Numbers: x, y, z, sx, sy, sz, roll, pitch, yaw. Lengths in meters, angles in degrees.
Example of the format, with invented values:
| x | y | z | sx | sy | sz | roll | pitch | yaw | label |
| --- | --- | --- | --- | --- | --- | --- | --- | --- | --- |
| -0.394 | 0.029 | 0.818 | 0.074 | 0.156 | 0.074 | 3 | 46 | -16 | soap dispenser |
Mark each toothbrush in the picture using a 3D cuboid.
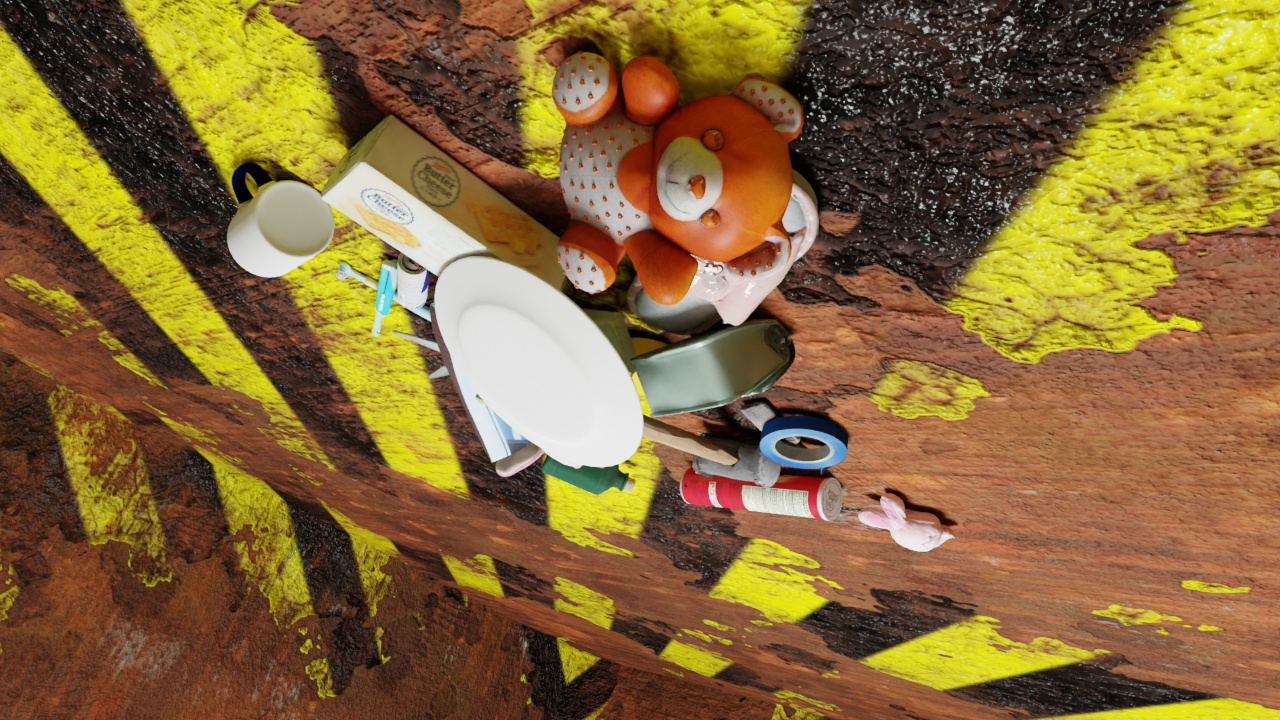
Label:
| x | y | z | sx | sy | sz | roll | pitch | yaw | label |
| --- | --- | --- | --- | --- | --- | --- | --- | --- | --- |
| -0.282 | -0.072 | 1.072 | 0.155 | 0.016 | 0.022 | 28 | 117 | -13 | toothbrush |

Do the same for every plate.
| x | y | z | sx | sy | sz | roll | pitch | yaw | label |
| --- | --- | --- | --- | --- | --- | --- | --- | --- | --- |
| -0.102 | 0.011 | 0.847 | 0.243 | 0.016 | 0.243 | 26 | 142 | 22 | plate |

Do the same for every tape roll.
| x | y | z | sx | sy | sz | roll | pitch | yaw | label |
| --- | --- | --- | --- | --- | --- | --- | --- | --- | --- |
| 0.179 | 0.091 | 1.006 | 0.093 | 0.016 | 0.092 | 18 | 147 | -9 | tape roll |

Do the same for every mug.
| x | y | z | sx | sy | sz | roll | pitch | yaw | label |
| --- | --- | --- | --- | --- | --- | --- | --- | --- | --- |
| -0.377 | -0.147 | 0.936 | 0.097 | 0.078 | 0.112 | -11 | 112 | 51 | mug |

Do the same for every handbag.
| x | y | z | sx | sy | sz | roll | pitch | yaw | label |
| --- | --- | --- | --- | --- | --- | --- | --- | --- | --- |
| 0.066 | 0.007 | 0.850 | 0.122 | 0.105 | 0.067 | -15 | 96 | 52 | handbag |

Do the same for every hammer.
| x | y | z | sx | sy | sz | roll | pitch | yaw | label |
| --- | --- | --- | --- | --- | --- | --- | --- | --- | --- |
| 0.051 | 0.087 | 0.981 | 0.098 | 0.052 | 0.328 | 6 | 169 | 32 | hammer |

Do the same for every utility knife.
| x | y | z | sx | sy | sz | roll | pitch | yaw | label |
| --- | --- | --- | --- | --- | --- | --- | --- | --- | --- |
| -0.294 | -0.067 | 1.059 | 0.022 | 0.015 | 0.162 | 30 | 145 | -3 | utility knife |

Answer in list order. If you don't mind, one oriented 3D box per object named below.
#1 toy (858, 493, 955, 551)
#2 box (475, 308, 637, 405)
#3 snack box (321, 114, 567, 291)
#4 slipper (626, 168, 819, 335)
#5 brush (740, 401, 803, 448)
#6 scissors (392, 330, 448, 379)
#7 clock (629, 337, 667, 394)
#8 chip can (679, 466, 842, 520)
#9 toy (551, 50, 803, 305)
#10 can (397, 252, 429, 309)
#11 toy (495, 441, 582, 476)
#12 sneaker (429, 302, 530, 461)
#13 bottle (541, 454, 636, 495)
| x | y | z | sx | sy | sz | roll | pitch | yaw | label |
| --- | --- | --- | --- | --- | --- | --- | --- | --- | --- |
| 0.321 | 0.199 | 1.103 | 0.110 | 0.047 | 0.064 | 28 | 147 | -7 | toy |
| -0.085 | 0.001 | 0.940 | 0.188 | 0.127 | 0.066 | 7 | 175 | 42 | box |
| -0.169 | -0.122 | 0.825 | 0.208 | 0.057 | 0.104 | 34 | 153 | -27 | snack box |
| 0.054 | -0.074 | 0.743 | 0.114 | 0.054 | 0.275 | 24 | 155 | -7 | slipper |
| 0.163 | 0.086 | 1.039 | 0.039 | 0.012 | 0.151 | -3 | 147 | 42 | brush |
| -0.187 | -0.004 | 1.106 | 0.225 | 0.016 | 0.230 | 23 | 149 | -13 | scissors |
| -0.006 | 0.006 | 0.978 | 0.130 | 0.043 | 0.099 | 8 | 153 | 13 | clock |
| 0.149 | 0.168 | 1.173 | 0.215 | 0.051 | 0.052 | -1 | 148 | 41 | chip can |
| 0.018 | -0.119 | 0.606 | 0.173 | 0.164 | 0.092 | 9 | -163 | 28 | toy |
| -0.246 | -0.087 | 0.990 | 0.032 | 0.032 | 0.095 | 24 | 156 | -5 | can |
| -0.080 | 0.092 | 1.158 | 0.195 | 0.158 | 0.084 | -24 | 86 | 47 | toy |
| -0.167 | 0.011 | 1.057 | 0.083 | 0.098 | 0.242 | 50 | 162 | 43 | sneaker |
| -0.070 | 0.154 | 1.311 | 0.131 | 0.061 | 0.061 | 24 | 158 | -5 | bottle |
